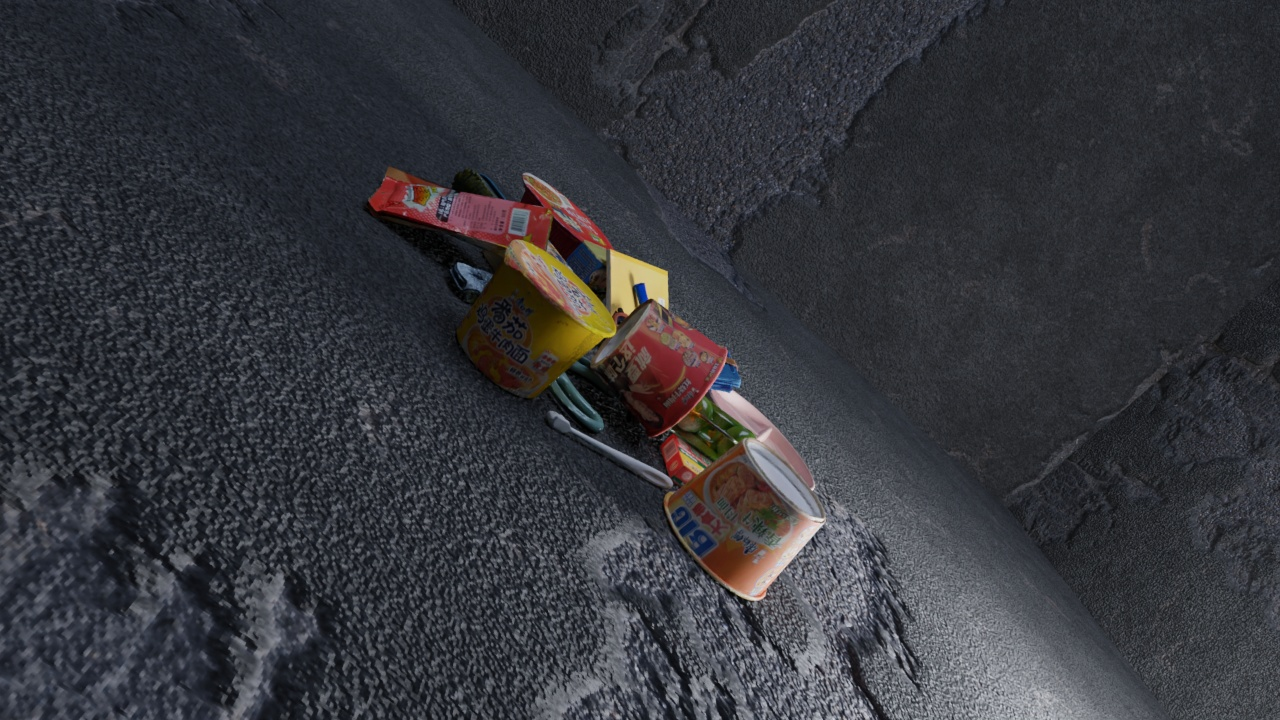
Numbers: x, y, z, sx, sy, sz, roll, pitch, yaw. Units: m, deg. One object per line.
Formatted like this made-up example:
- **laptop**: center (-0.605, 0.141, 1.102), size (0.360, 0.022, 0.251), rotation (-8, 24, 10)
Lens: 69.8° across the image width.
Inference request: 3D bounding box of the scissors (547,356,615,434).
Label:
- **scissors**: center (-0.068, 0.028, 1.047), size (0.169, 0.019, 0.174), rotation (24, 24, -51)

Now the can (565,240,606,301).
- **can**: center (-0.075, -0.118, 1.305), size (0.057, 0.083, 0.102), rotation (49, 15, 19)

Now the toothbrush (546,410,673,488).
- **toothbrush**: center (-0.029, 0.096, 0.964), size (0.180, 0.016, 0.016), rotation (33, 12, -33)

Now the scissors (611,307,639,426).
- **scissors**: center (-0.016, 0.003, 1.171), size (0.182, 0.015, 0.208), rotation (52, 29, 9)

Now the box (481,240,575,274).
- **box**: center (-0.121, -0.095, 1.161), size (0.184, 0.064, 0.089), rotation (49, 16, 27)

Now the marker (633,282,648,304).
- **marker**: center (0.016, -0.041, 1.320), size (0.016, 0.017, 0.146), rotation (-78, 154, -73)

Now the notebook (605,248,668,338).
- **notebook**: center (-0.001, -0.074, 1.335), size (0.206, 0.010, 0.146), rotation (7, 82, -65)

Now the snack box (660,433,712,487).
- **snack box**: center (0.092, 0.155, 1.098), size (0.155, 0.027, 0.077), rotation (38, 14, -21)

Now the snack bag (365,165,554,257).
- **snack bag**: center (-0.206, -0.169, 1.068), size (0.207, 0.073, 0.128), rotation (15, 29, -10)

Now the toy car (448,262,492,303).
- **toy car**: center (-0.171, -0.078, 1.041), size (0.105, 0.031, 0.049), rotation (29, 21, -47)

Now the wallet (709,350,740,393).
- **wallet**: center (0.098, 0.009, 1.436), size (0.106, 0.040, 0.133), rotation (9, 20, -6)

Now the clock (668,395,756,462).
- **clock**: center (0.086, 0.087, 1.125), size (0.116, 0.056, 0.161), rotation (36, -4, 1)

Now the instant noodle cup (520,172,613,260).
- **instant noodle cup**: center (-0.129, -0.207, 1.444), size (0.194, 0.066, 0.193), rotation (41, 15, -14)

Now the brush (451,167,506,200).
- **brush**: center (-0.202, -0.204, 1.258), size (0.144, 0.055, 0.073), rotation (52, 17, 29)

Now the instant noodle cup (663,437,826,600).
- **instant noodle cup**: center (0.116, 0.161, 0.976), size (0.151, 0.111, 0.151), rotation (40, 15, -14)

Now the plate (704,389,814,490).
- **plate**: center (0.182, 0.122, 1.430), size (0.229, 0.028, 0.229), rotation (41, 14, -12)

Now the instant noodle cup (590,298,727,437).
- **instant noodle cup**: center (0.015, 0.004, 1.060), size (0.108, 0.138, 0.137), rotation (41, 15, -11)

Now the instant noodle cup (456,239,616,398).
- **instant noodle cup**: center (-0.111, -0.037, 0.928), size (0.138, 0.110, 0.138), rotation (41, 15, -14)
